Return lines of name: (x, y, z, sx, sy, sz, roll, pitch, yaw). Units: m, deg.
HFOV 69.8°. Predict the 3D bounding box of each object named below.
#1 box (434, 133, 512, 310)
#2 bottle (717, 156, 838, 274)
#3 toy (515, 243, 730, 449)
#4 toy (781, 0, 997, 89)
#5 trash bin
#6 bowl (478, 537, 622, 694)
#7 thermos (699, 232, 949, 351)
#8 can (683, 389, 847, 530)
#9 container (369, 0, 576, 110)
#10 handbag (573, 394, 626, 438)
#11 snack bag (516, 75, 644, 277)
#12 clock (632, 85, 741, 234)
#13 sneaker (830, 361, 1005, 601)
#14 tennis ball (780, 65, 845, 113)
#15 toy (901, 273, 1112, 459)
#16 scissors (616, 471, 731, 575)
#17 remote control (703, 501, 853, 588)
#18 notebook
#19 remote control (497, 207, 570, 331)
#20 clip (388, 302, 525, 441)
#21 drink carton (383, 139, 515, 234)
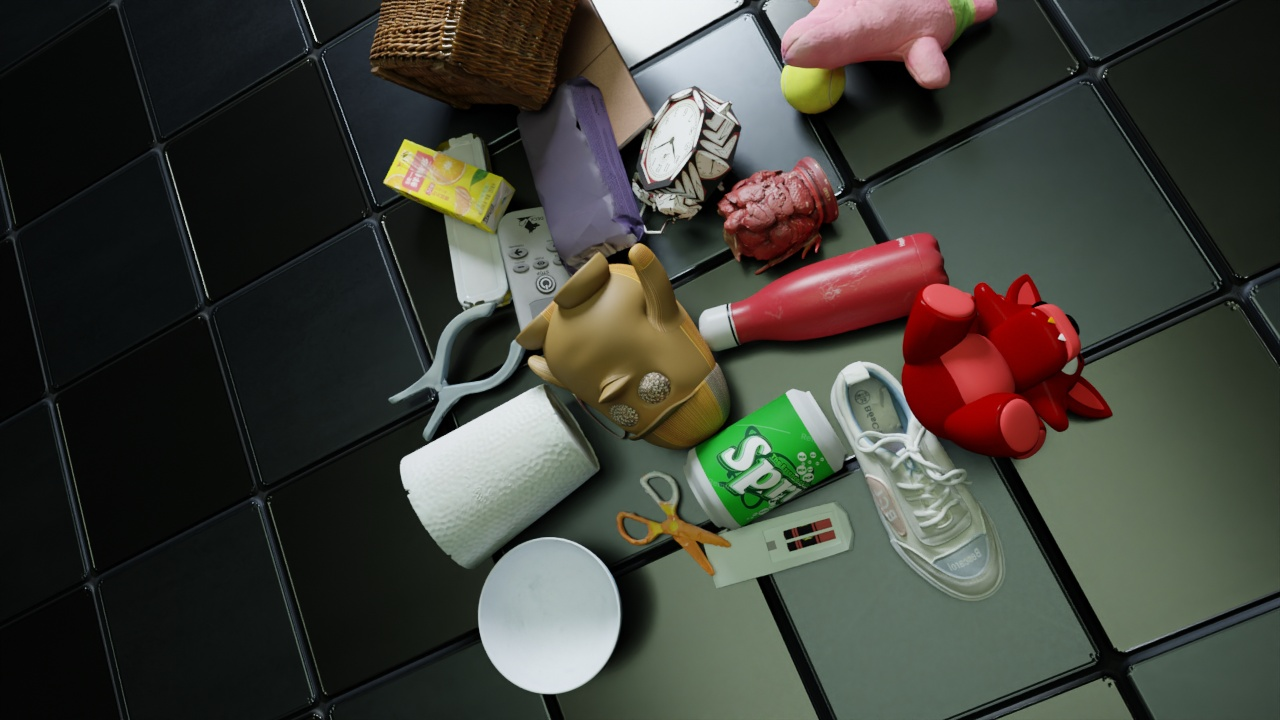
box: (-0.191, -0.157, 1.040, 0.064, 0.033, 0.209, -15, 77, 10)
bottle: (0.136, -0.141, 0.916, 0.111, 0.099, 0.099, -25, 73, -1)
toy: (-0.005, 0.005, 0.889, 0.203, 0.162, 0.199, 44, 127, -4)
toy: (0.231, -0.334, 0.900, 0.236, 0.097, 0.192, -29, 63, -22)
trash bin: (-0.136, 0.110, 0.925, 0.161, 0.133, 0.133, -33, 72, 2)
bowl: (-0.078, 0.248, 0.905, 0.144, 0.074, 0.144, -3, 78, 15)
thermos: (0.173, -0.058, 0.893, 0.240, 0.073, 0.073, -15, 75, 14)
can: (0.118, 0.094, 0.871, 0.140, 0.087, 0.087, -32, 72, 8)
container: (-0.178, -0.373, 0.972, 0.250, 0.162, 0.183, 19, 95, 52)
handbag: (-0.050, 0.032, 0.967, 0.055, 0.029, 0.119, -34, 77, 5)
snack bag: (-0.068, -0.194, 0.972, 0.097, 0.058, 0.205, -26, 74, 31)
clock: (0.046, -0.198, 0.948, 0.155, 0.065, 0.114, -64, 32, 12)
sneaker: (0.246, 0.107, 0.831, 0.089, 0.090, 0.242, -30, 73, 8)
tennis ball: (0.177, -0.286, 0.940, 0.065, 0.065, 0.065, -3, 78, 15)
toy: (0.320, 0.001, 0.796, 0.196, 0.121, 0.158, -14, 68, -31)
scissors: (0.040, 0.157, 0.915, 0.133, 0.012, 0.096, 13, 82, 26)
remote control: (0.132, 0.177, 0.884, 0.143, 0.024, 0.049, -19, 75, 12)
notebook: (-0.079, -0.308, 1.021, 0.142, 0.008, 0.209, -35, 71, 30)
remote control: (-0.106, -0.096, 0.994, 0.074, 0.019, 0.151, -12, 75, -13)
clip: (-0.182, 0.027, 1.000, 0.127, 0.028, 0.167, 44, 98, 2)
drink carton: (-0.213, -0.193, 1.016, 0.135, 0.043, 0.058, 24, 86, 17)
